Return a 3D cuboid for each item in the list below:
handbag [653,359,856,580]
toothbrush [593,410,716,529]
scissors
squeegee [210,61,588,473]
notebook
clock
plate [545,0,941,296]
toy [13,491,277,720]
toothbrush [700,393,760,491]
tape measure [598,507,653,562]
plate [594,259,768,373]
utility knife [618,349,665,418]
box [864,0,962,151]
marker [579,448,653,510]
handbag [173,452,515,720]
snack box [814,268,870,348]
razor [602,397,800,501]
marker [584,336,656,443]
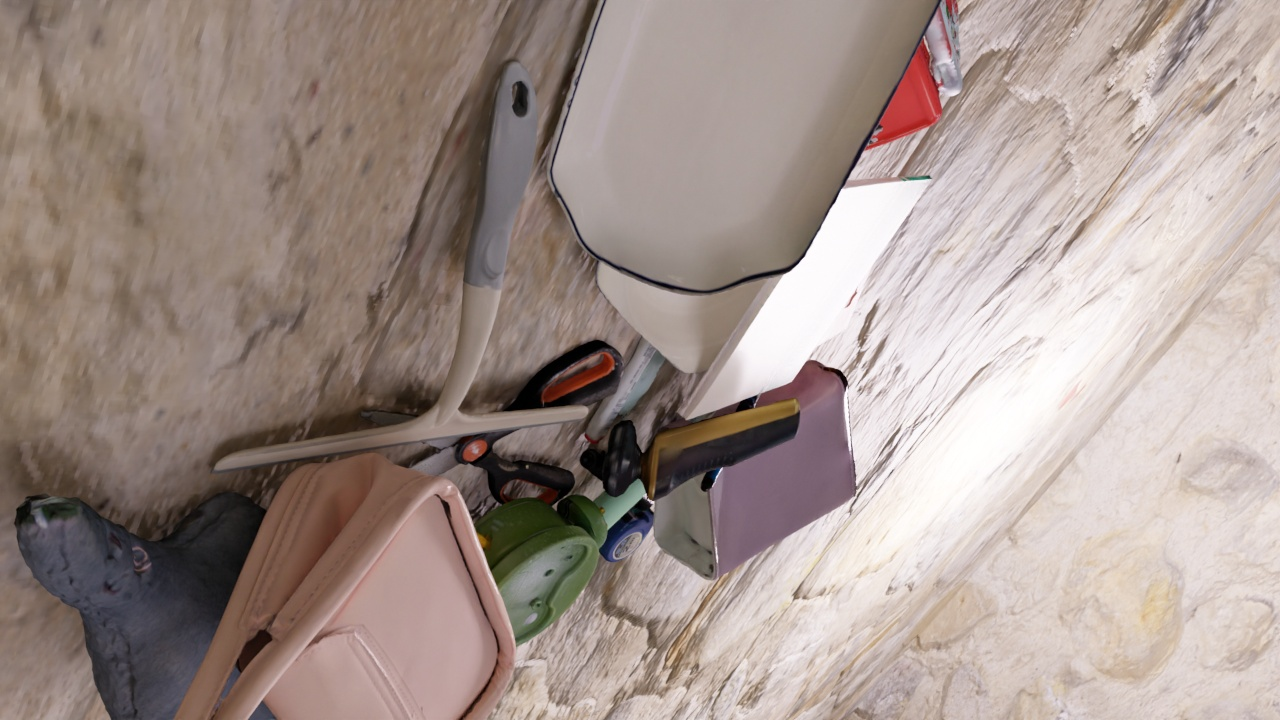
[{"bbox_3d":[0.106,0.093,0.851,0.196,0.098,0.145,-21,124,-35],"label":"handbag"},{"bbox_3d":[-0.019,0.114,0.761,0.225,0.027,0.026,-45,156,10],"label":"toothbrush"},{"bbox_3d":[-0.099,0.061,0.642,0.220,0.022,0.231,-38,146,-13],"label":"scissors"},{"bbox_3d":[-0.091,-0.039,0.506,0.245,0.039,0.247,-5,128,-39],"label":"squeegee"},{"bbox_3d":[0.122,-0.047,0.675,0.150,0.012,0.210,-16,144,-48],"label":"notebook"},{"bbox_3d":[-0.082,0.157,0.695,0.161,0.056,0.116,0,127,-52],"label":"clock"},{"bbox_3d":[0.052,-0.158,0.490,0.162,0.034,0.266,18,120,-10],"label":"plate"},{"bbox_3d":[-0.233,0.158,0.535,0.137,0.091,0.356,-57,155,-12],"label":"toy"},{"bbox_3d":[0.090,0.036,0.773,0.016,0.014,0.189,88,27,-49],"label":"toothbrush"},{"bbox_3d":[-0.017,0.162,0.859,0.054,0.025,0.058,2,125,-49],"label":"tape measure"},{"bbox_3d":[0.051,-0.081,0.622,0.163,0.034,0.164,-44,138,2],"label":"plate"},{"bbox_3d":[0.038,-0.037,0.697,0.034,0.018,0.210,7,123,-53],"label":"utility knife"},{"bbox_3d":[0.146,-0.228,0.579,0.113,0.099,0.201,-17,158,23],"label":"box"},{"bbox_3d":[-0.018,0.104,0.795,0.022,0.020,0.132,-27,150,8],"label":"marker"},{"bbox_3d":[-0.170,0.188,0.501,0.233,0.093,0.193,-61,147,-44],"label":"handbag"},{"bbox_3d":[0.124,-0.044,0.754,0.126,0.044,0.113,-32,153,-23],"label":"snack box"},{"bbox_3d":[0.047,0.063,0.718,0.167,0.067,0.062,-17,162,-7],"label":"razor"},{"bbox_3d":[-0.004,0.004,0.696,0.017,0.017,0.145,2,126,-51],"label":"marker"}]
